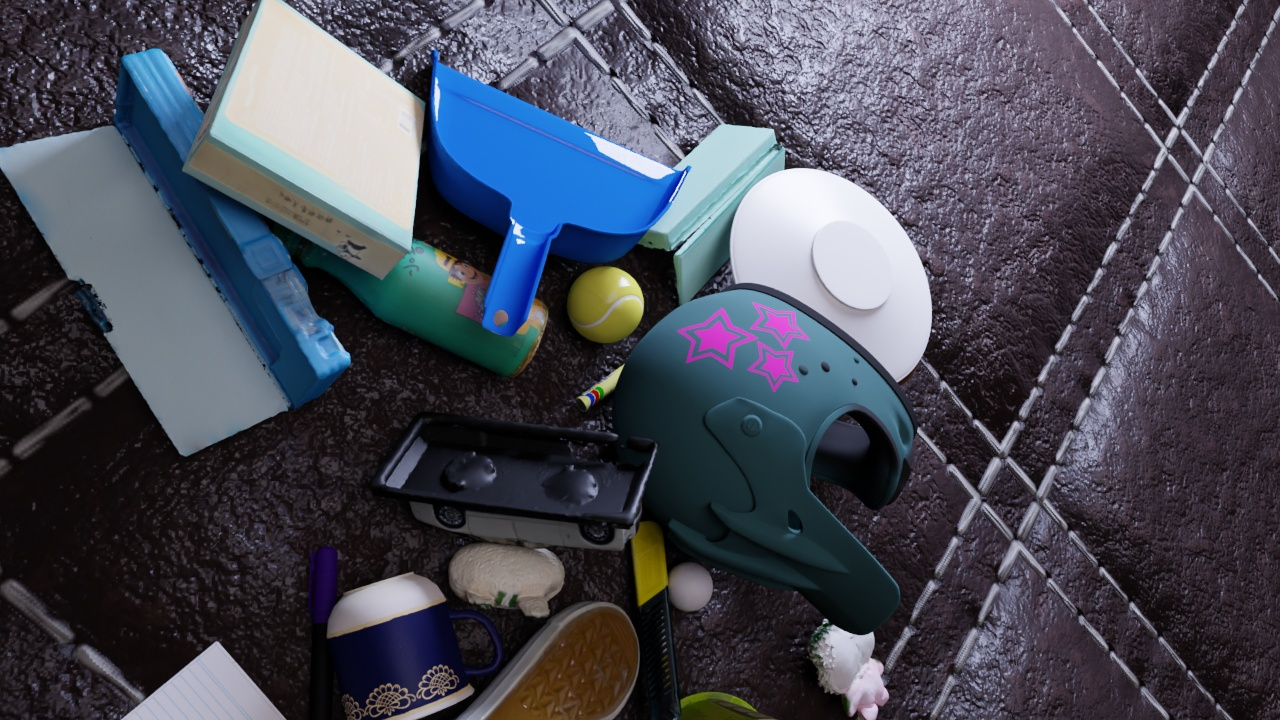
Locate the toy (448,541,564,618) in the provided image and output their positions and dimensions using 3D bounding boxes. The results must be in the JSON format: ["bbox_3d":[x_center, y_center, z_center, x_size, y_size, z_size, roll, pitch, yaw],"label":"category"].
[{"bbox_3d":[-0.101,0.157,0.690,0.087,0.112,0.050,3,118,-19],"label":"toy"}]

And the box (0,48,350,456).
[{"bbox_3d":[-0.312,-0.067,0.611,0.115,0.094,0.243,-32,92,-36],"label":"box"}]

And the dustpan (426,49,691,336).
[{"bbox_3d":[-0.085,-0.122,0.736,0.245,0.060,0.257,21,58,-14],"label":"dustpan"}]

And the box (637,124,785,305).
[{"bbox_3d":[0.066,-0.139,0.880,0.187,0.077,0.093,-48,135,-31],"label":"box"}]

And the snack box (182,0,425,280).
[{"bbox_3d":[-0.226,-0.164,0.652,0.141,0.044,0.193,31,35,-34],"label":"snack box"}]

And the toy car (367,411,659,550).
[{"bbox_3d":[-0.086,0.097,0.667,0.192,0.071,0.093,4,35,11],"label":"toy car"}]

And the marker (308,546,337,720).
[{"bbox_3d":[-0.221,0.196,0.634,0.018,0.015,0.133,-3,75,-1],"label":"marker"}]

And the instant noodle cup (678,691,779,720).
[{"bbox_3d":[0.074,0.336,0.708,0.146,0.098,0.146,9,72,-27],"label":"instant noodle cup"}]

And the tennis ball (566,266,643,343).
[{"bbox_3d":[-0.030,-0.047,0.780,0.065,0.065,0.065,8,72,-27],"label":"tennis ball"}]

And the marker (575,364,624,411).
[{"bbox_3d":[-0.005,0.005,0.809,0.132,0.014,0.014,-36,94,-32],"label":"marker"}]

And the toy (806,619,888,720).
[{"bbox_3d":[0.187,0.272,0.824,0.095,0.041,0.109,-33,97,-47],"label":"toy"}]

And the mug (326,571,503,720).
[{"bbox_3d":[-0.154,0.191,0.626,0.111,0.086,0.089,-16,81,-11],"label":"mug"}]

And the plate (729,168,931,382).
[{"bbox_3d":[0.190,-0.084,0.853,0.229,0.030,0.229,9,67,-23],"label":"plate"}]

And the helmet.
[{"bbox_3d":[0.100,0.079,0.741,0.275,0.177,0.199,37,60,-1],"label":"helmet"}]

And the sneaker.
[{"bbox_3d":[-0.086,0.247,0.651,0.234,0.079,0.087,-28,95,-56],"label":"sneaker"}]

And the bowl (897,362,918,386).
[{"bbox_3d":[0.194,-0.029,0.896,0.147,0.069,0.147,9,67,-23],"label":"bowl"}]

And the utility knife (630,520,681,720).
[{"bbox_3d":[0.012,0.214,0.736,0.029,0.020,0.172,-7,65,3],"label":"utility knife"}]

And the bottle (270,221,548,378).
[{"bbox_3d":[-0.176,-0.058,0.699,0.209,0.068,0.068,26,65,-21],"label":"bottle"}]

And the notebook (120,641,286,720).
[{"bbox_3d":[-0.304,0.325,0.552,0.244,0.013,0.178,-42,96,-31],"label":"notebook"}]

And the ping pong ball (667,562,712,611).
[{"bbox_3d":[0.040,0.189,0.766,0.040,0.040,0.040,8,72,-27],"label":"ping pong ball"}]
